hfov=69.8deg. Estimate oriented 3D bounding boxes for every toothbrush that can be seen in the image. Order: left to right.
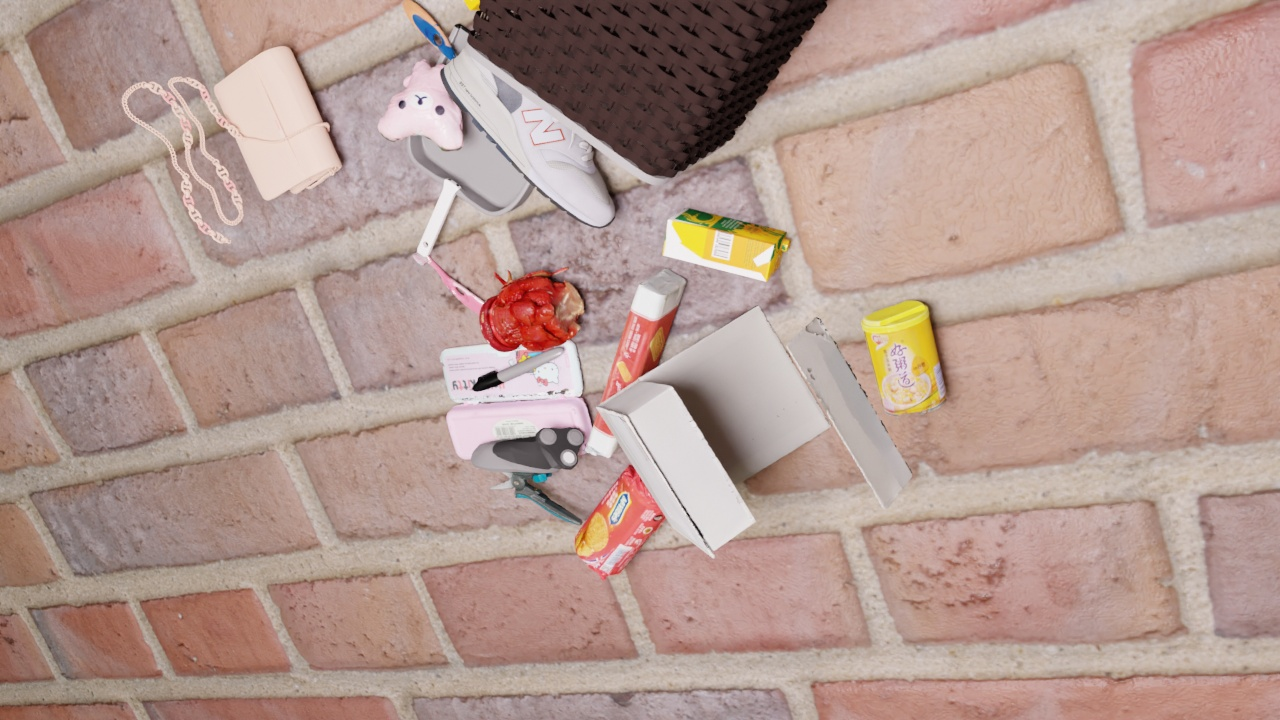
[{"bbox_3d":[-0.220,-0.350,1.018,0.022,0.017,0.135,-42,82,20],"label":"toothbrush"},{"bbox_3d":[-0.231,-0.092,1.144,0.135,0.016,0.022,40,129,3],"label":"toothbrush"}]

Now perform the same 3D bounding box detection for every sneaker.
[{"bbox_3d":[-0.089,-0.258,0.960,0.240,0.088,0.124,43,113,-7],"label":"sneaker"}]

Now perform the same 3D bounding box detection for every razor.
[{"bbox_3d":[-0.144,0.114,1.130,0.157,0.057,0.060,-14,134,35],"label":"razor"}]

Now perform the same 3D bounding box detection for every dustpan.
[{"bbox_3d":[-0.202,-0.229,1.065,0.163,0.033,0.258,36,120,6],"label":"dustpan"}]

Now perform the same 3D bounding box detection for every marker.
[{"bbox_3d":[-0.152,0.009,1.129,0.139,0.016,0.022,-24,61,22],"label":"marker"}]

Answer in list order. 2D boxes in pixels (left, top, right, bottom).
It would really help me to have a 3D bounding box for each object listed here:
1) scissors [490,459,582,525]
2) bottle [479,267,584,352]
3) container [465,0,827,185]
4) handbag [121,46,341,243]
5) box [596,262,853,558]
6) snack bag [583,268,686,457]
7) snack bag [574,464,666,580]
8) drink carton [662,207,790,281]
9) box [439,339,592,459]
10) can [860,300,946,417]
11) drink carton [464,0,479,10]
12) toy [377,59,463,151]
[{"bbox_3d":[-0.126,0.166,1.171,0.148,0.019,0.118,-20,100,30],"label":"scissors"},{"bbox_3d":[-0.128,-0.061,1.077,0.111,0.098,0.099,-12,106,37],"label":"bottle"},{"bbox_3d":[0.024,-0.336,0.808,0.247,0.244,0.244,37,124,5],"label":"container"},{"bbox_3d":[-0.457,-0.258,1.071,0.117,0.186,0.199,-17,99,35],"label":"handbag"},{"bbox_3d":[0.108,0.043,1.053,0.165,0.444,0.167,-25,100,40],"label":"box"},{"bbox_3d":[-0.006,0.006,1.055,0.041,0.077,0.226,25,119,15],"label":"snack bag"},{"bbox_3d":[-0.017,0.199,1.145,0.082,0.082,0.177,38,121,4],"label":"snack bag"},{"bbox_3d":[0.092,-0.123,0.971,0.122,0.058,0.041,16,116,16],"label":"drink carton"},{"bbox_3d":[-0.162,0.053,1.162,0.202,0.041,0.154,-5,108,24],"label":"box"},{"bbox_3d":[0.270,-0.002,0.941,0.068,0.067,0.105,-10,107,26],"label":"can"},{"bbox_3d":[-0.184,-0.440,0.965,0.059,0.040,0.122,-29,98,30],"label":"drink carton"},{"bbox_3d":[-0.238,-0.285,1.021,0.099,0.052,0.096,12,95,5],"label":"toy"}]
